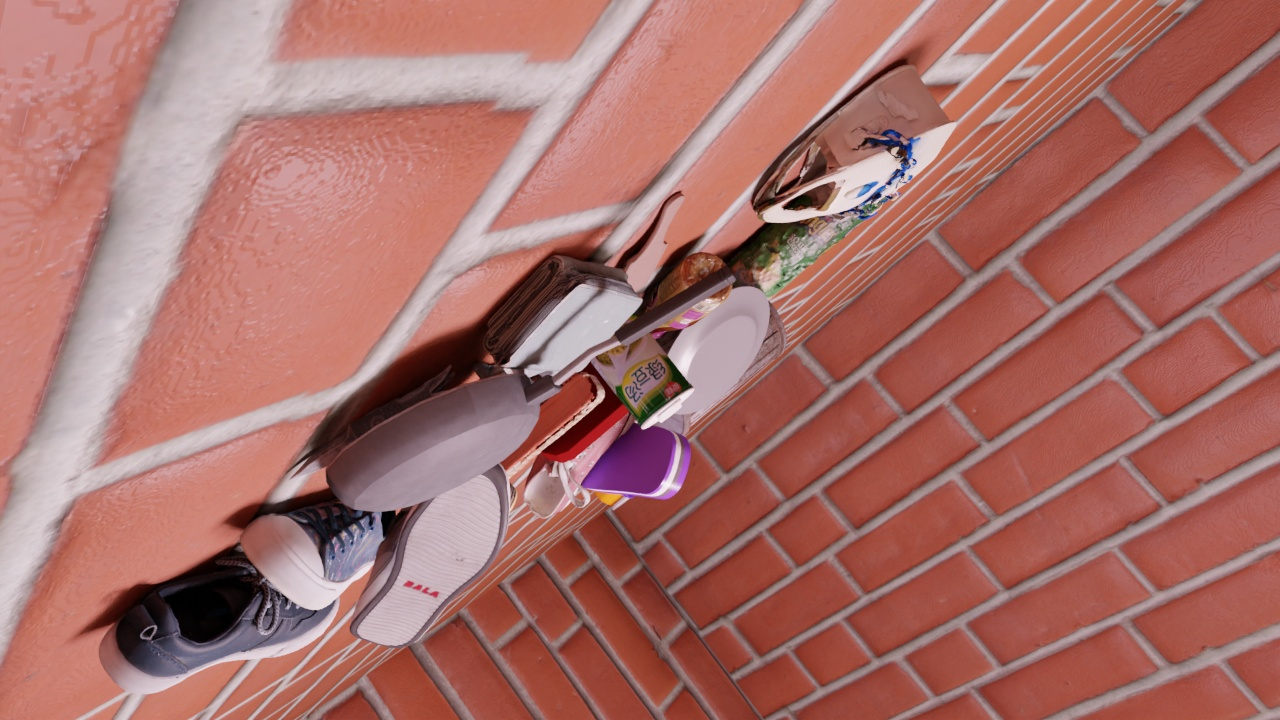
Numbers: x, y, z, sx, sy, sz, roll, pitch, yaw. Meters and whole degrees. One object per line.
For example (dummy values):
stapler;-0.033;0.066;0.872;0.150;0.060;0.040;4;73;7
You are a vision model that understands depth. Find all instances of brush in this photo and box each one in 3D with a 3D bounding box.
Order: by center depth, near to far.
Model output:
brush;0.007;-0.102;0.808;0.049;0.015;0.136;-33;164;-35
brush;-0.049;0.038;1.001;0.173;0.082;0.042;-40;152;-7

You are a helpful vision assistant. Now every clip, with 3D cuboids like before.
clip;-0.141;0.034;0.852;0.141;0.029;0.171;-39;170;-2

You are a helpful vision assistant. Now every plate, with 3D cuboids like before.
plate;0.092;-0.007;1.081;0.178;0.012;0.179;-30;143;-27

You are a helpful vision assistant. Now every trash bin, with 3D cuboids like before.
trash bin;0.076;0.001;1.208;0.210;0.131;0.131;-35;171;-25

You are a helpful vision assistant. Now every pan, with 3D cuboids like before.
pan;-0.081;0.027;0.716;0.357;0.041;0.178;-31;168;9

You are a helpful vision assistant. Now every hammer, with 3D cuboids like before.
hammer;-0.214;0.090;0.849;0.147;0.028;0.317;-30;169;-11

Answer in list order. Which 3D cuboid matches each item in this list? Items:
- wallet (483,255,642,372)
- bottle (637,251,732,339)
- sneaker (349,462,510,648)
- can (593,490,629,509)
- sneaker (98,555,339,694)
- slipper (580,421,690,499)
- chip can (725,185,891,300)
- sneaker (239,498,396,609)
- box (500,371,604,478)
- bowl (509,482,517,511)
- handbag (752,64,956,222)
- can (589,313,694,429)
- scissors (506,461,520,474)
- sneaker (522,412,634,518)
wallet;-0.062;-0.037;0.742;0.100;0.054;0.131;-49;166;14
bottle;0.036;-0.059;0.986;0.059;0.059;0.166;-33;177;-31
sneaker;-0.211;0.172;0.937;0.264;0.096;0.128;-53;-153;27
can;-0.056;0.136;1.310;0.079;0.142;0.079;-37;171;-7
sneaker;-0.339;0.208;0.784;0.087;0.089;0.235;-46;165;17
slipper;-0.009;0.126;1.176;0.267;0.084;0.107;5;-104;56
chip can;0.189;-0.147;1.095;0.224;0.075;0.075;-41;170;18
sneaker;-0.268;0.157;0.811;0.079;0.087;0.235;-43;174;-6
box;-0.122;0.065;0.960;0.187;0.083;0.043;-38;157;13
bowl;-0.212;0.170;1.104;0.112;0.061;0.112;-32;-160;13
handbag;0.210;-0.191;0.931;0.199;0.093;0.200;-31;171;0
can;-0.006;0.005;0.938;0.067;0.121;0.067;-37;171;-7
scissors;-0.171;0.119;1.029;0.193;0.179;0.015;-7;-158;-18
sneaker;-0.082;0.102;1.114;0.241;0.118;0.087;-58;169;22
